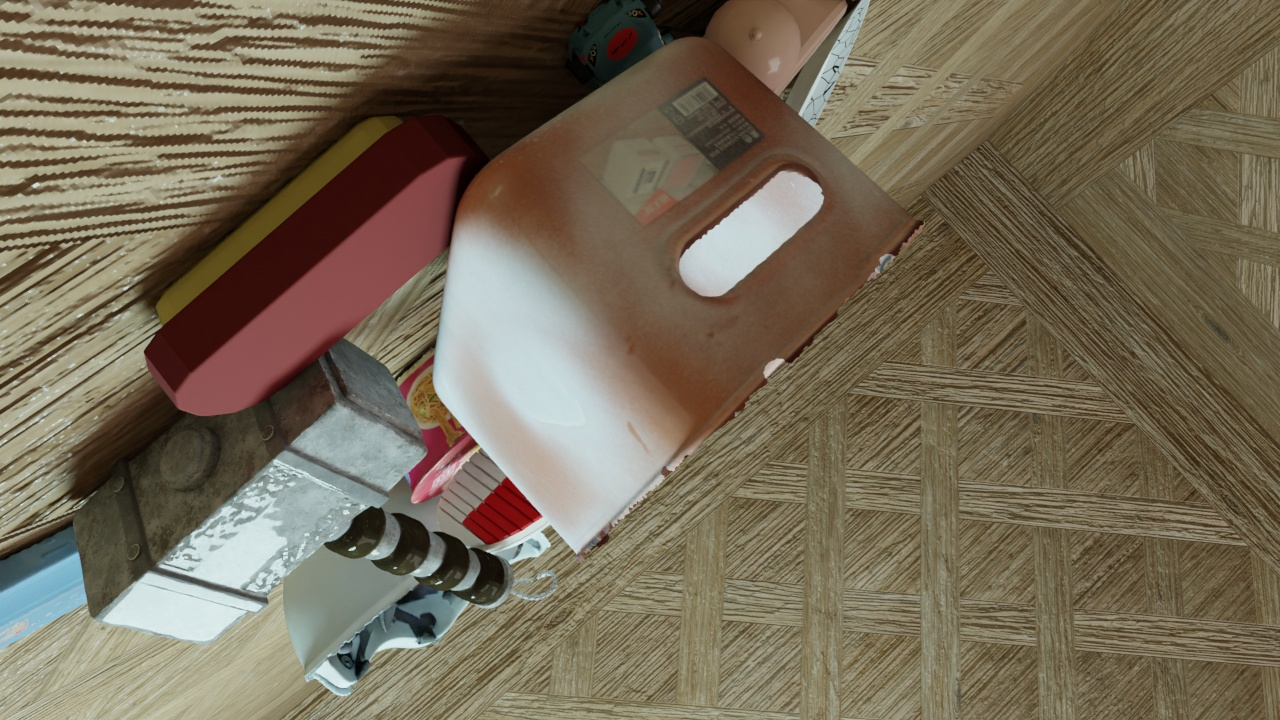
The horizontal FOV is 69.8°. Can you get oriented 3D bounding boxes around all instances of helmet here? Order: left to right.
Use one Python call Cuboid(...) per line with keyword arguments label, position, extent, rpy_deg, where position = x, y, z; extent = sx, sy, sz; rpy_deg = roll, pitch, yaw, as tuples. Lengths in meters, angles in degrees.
Cuboid(label="helmet", position=(-0.231, 0.182, 0.870), extent=(0.237, 0.163, 0.263), rpy_deg=(-43, 166, 21))

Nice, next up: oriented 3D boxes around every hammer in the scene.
Cuboid(label="hammer", position=(-0.162, 0.116, 0.588), extent=(0.177, 0.079, 0.326), rpy_deg=(-41, 143, 4))

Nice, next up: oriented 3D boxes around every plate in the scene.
Cuboid(label="plate", position=(0.138, -0.215, 0.763), extent=(0.188, 0.016, 0.189), rpy_deg=(-60, 172, -14))

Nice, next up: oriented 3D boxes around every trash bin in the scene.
Cuboid(label="trash bin", position=(-0.003, -0.023, 0.506), extent=(0.181, 0.157, 0.260), rpy_deg=(-41, 172, -26))

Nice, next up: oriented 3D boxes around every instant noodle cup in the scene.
Cuboid(label="instant noodle cup", position=(-0.142, 0.033, 0.767), extent=(0.178, 0.077, 0.179), rpy_deg=(-41, 174, -5))

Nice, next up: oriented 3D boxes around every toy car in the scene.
Cuboid(label="toy car", position=(-0.004, -0.161, 0.498), extent=(0.060, 0.027, 0.107), rpy_deg=(-41, 173, 8))

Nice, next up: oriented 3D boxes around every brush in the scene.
Cuboid(label="brush", position=(-0.144, -0.047, 0.413), extent=(0.173, 0.042, 0.082), rpy_deg=(-41, 173, 1))

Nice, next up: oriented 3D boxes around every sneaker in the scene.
Cuboid(label="sneaker", position=(-0.059, 0.094, 0.773), extent=(0.236, 0.090, 0.104), rpy_deg=(-43, 146, -27))

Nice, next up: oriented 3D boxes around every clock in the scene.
Cuboid(label="clock", position=(0.072, -0.170, 0.551), extent=(0.130, 0.086, 0.161), rpy_deg=(-52, 176, -27))

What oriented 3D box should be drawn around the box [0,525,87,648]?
Cuboid(label="box", position=(-0.352, 0.137, 0.542), extent=(0.208, 0.021, 0.126), rpy_deg=(-32, 168, -46))
